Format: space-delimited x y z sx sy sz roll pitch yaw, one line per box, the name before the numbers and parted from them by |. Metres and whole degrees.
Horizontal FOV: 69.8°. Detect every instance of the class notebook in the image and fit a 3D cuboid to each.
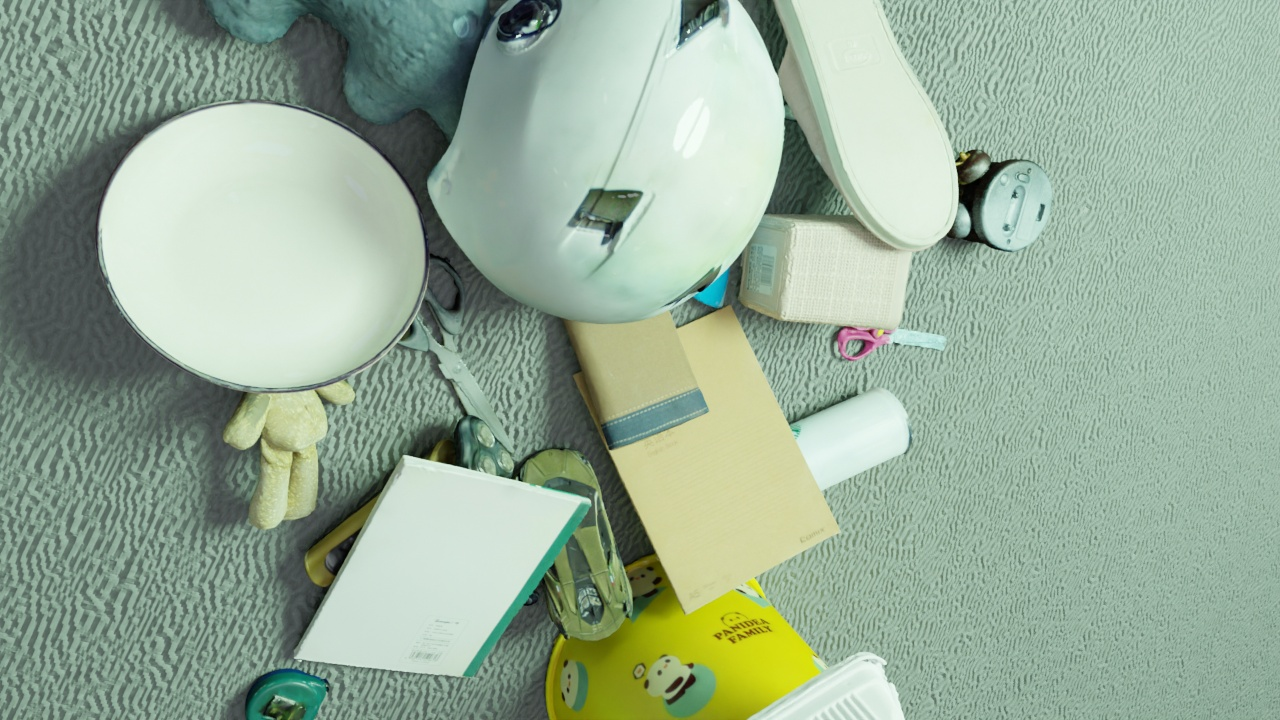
notebook | 0.055 0.078 0.750 0.149 0.012 0.211 -24 87 -16
notebook | -0.149 0.164 0.688 0.150 0.012 0.210 19 118 -31

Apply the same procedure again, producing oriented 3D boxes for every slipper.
slipper | 0.166 -0.212 0.721 0.114 0.054 0.274 -24 92 -21

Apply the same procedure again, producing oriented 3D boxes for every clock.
clock | 0.314 -0.145 0.831 0.121 0.055 0.082 9 101 -26

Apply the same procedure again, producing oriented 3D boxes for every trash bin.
trash bin | 0.073 0.310 0.736 0.229 0.255 0.230 -7 108 -23

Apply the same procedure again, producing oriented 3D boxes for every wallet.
wallet | -0.004 0.004 0.722 0.090 0.033 0.115 -21 90 -20

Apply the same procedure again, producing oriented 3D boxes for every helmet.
helmet | 0.005 -0.134 0.602 0.258 0.146 0.229 -55 142 1

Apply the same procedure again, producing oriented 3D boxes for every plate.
plate | -0.233 -0.070 0.581 0.192 0.039 0.192 7 73 -24

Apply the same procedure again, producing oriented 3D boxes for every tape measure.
tape measure | -0.271 0.263 0.696 0.054 0.025 0.058 29 91 -29

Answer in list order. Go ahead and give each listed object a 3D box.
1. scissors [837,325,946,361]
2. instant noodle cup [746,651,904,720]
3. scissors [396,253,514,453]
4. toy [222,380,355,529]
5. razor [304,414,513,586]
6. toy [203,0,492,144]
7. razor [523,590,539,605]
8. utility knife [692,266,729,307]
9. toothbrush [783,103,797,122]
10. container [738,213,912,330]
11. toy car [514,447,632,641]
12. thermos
scissors | 0.238 -0.019 0.856 0.135 0.017 0.064 12 99 -31
instant noodle cup | 0.129 0.287 0.576 0.137 0.060 0.173 -26 115 -16
scissors | -0.148 0.008 0.690 0.142 0.014 0.173 4 106 -27
toy | -0.247 0.042 0.630 0.104 0.066 0.157 -20 121 -54
razor | -0.173 0.109 0.679 0.167 0.067 0.062 -35 116 -5
toy | -0.178 -0.234 0.570 0.138 0.091 0.356 -39 119 21
razor | -0.145 0.179 0.732 0.142 0.022 0.043 15 124 -30
utility knife | 0.067 -0.141 0.733 0.034 0.018 0.203 2 108 -22
toothbrush | 0.058 -0.208 0.719 0.181 0.018 0.016 5 105 -24
container | 0.148 -0.076 0.758 0.110 0.090 0.090 0 104 -21
toy car | -0.055 0.147 0.736 0.070 0.042 0.158 -18 93 -8
thermos | 0.128 0.090 0.807 0.224 0.073 0.073 -21 112 -18
